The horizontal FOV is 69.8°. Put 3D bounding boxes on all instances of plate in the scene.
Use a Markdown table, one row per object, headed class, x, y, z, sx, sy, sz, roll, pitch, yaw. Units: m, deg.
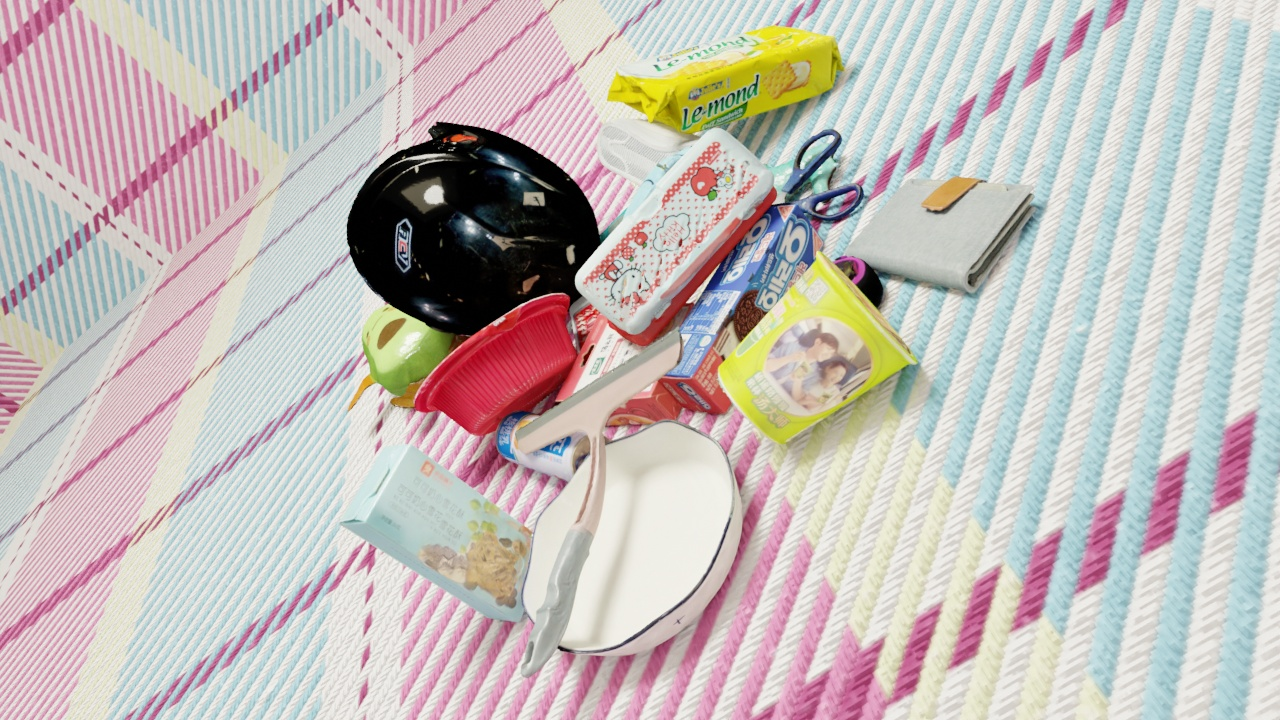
| class | x | y | z | sx | sy | sz | roll | pitch | yaw |
| --- | --- | --- | --- | --- | --- | --- | --- | --- | --- |
| plate | -0.004 | 0.143 | 0.733 | 0.205 | 0.045 | 0.204 | -28 | 37 | 23 |

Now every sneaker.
| class | x | y | z | sx | sy | sz | roll | pitch | yaw |
| --- | --- | --- | --- | --- | --- | --- | --- | --- | --- |
| sneaker | 0.056 | -0.227 | 1.065 | 0.090 | 0.090 | 0.242 | -15 | 34 | -37 |

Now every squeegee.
| class | x | y | z | sx | sy | sz | roll | pitch | yaw |
| --- | --- | --- | --- | --- | --- | --- | --- | --- | --- |
| squeegee | -0.051 | 0.129 | 0.723 | 0.248 | 0.040 | 0.249 | -31 | 38 | 45 |

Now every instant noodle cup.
| class | x | y | z | sx | sy | sz | roll | pitch | yaw |
| --- | --- | --- | --- | --- | --- | --- | --- | --- | --- |
| instant noodle cup | 0.128 | -0.002 | 0.708 | 0.124 | 0.111 | 0.111 | -42 | 32 | 16 |
| instant noodle cup | -0.133 | 0.014 | 0.935 | 0.193 | 0.066 | 0.194 | -36 | -9 | -7 |

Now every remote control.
| class | x | y | z | sx | sy | sz | roll | pitch | yaw |
| --- | --- | --- | --- | --- | --- | --- | --- | --- | --- |
| remote control | -0.048 | -0.036 | 1.004 | 0.056 | 0.020 | 0.135 | -35 | 34 | 14 |

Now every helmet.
| class | x | y | z | sx | sy | sz | roll | pitch | yaw |
| --- | --- | --- | --- | --- | --- | --- | --- | --- | --- |
| helmet | -0.183 | -0.141 | 1.054 | 0.230 | 0.274 | 0.234 | 28 | 118 | 38 |

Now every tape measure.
| class | x | y | z | sx | sy | sz | roll | pitch | yaw |
| --- | --- | --- | --- | --- | --- | --- | --- | --- | --- |
| tape measure | 0.173 | -0.060 | 0.776 | 0.058 | 0.039 | 0.057 | -28 | 36 | 22 |

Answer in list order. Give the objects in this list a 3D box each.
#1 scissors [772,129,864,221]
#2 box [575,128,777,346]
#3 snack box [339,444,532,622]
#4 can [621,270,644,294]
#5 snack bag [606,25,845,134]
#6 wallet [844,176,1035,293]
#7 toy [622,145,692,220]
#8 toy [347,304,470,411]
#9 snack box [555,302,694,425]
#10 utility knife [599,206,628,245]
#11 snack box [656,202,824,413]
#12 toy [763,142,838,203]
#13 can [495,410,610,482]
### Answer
| class | x | y | z | sx | sy | sz | roll | pitch | yaw |
| --- | --- | --- | --- | --- | --- | --- | --- | --- | --- |
| scissors | 0.148 | -0.164 | 0.918 | 0.162 | 0.012 | 0.163 | 15 | 86 | 41 |
| box | 0.029 | -0.117 | 0.844 | 0.201 | 0.098 | 0.095 | -48 | 26 | -5 |
| snack box | -0.159 | 0.148 | 0.774 | 0.052 | 0.175 | 0.074 | -11 | 45 | 48 |
| can | 0.018 | -0.091 | 0.961 | 0.116 | 0.058 | 0.058 | -45 | 33 | -3 |
| snack bag | 0.098 | -0.324 | 1.059 | 0.246 | 0.068 | 0.158 | -19 | 30 | -13 |
| wallet | 0.246 | -0.112 | 0.761 | 0.106 | 0.037 | 0.130 | -51 | 34 | -10 |
| toy | 0.011 | -0.156 | 0.986 | 0.161 | 0.050 | 0.156 | -55 | -7 | -13 |
| toy | -0.294 | -0.016 | 1.183 | 0.226 | 0.090 | 0.247 | -46 | 35 | -15 |
| snack box | -0.005 | 0.005 | 0.889 | 0.127 | 0.044 | 0.113 | -5 | 50 | 43 |
| utility knife | -0.032 | -0.151 | 1.085 | 0.187 | 0.013 | 0.029 | -39 | 51 | 37 |
| snack box | 0.092 | -0.052 | 0.837 | 0.057 | 0.058 | 0.207 | 4 | 56 | 51 |
| toy | 0.164 | -0.188 | 0.942 | 0.092 | 0.030 | 0.096 | -27 | 47 | 26 |
| can | -0.083 | 0.083 | 0.876 | 0.135 | 0.053 | 0.053 | 9 | 59 | 51 |
